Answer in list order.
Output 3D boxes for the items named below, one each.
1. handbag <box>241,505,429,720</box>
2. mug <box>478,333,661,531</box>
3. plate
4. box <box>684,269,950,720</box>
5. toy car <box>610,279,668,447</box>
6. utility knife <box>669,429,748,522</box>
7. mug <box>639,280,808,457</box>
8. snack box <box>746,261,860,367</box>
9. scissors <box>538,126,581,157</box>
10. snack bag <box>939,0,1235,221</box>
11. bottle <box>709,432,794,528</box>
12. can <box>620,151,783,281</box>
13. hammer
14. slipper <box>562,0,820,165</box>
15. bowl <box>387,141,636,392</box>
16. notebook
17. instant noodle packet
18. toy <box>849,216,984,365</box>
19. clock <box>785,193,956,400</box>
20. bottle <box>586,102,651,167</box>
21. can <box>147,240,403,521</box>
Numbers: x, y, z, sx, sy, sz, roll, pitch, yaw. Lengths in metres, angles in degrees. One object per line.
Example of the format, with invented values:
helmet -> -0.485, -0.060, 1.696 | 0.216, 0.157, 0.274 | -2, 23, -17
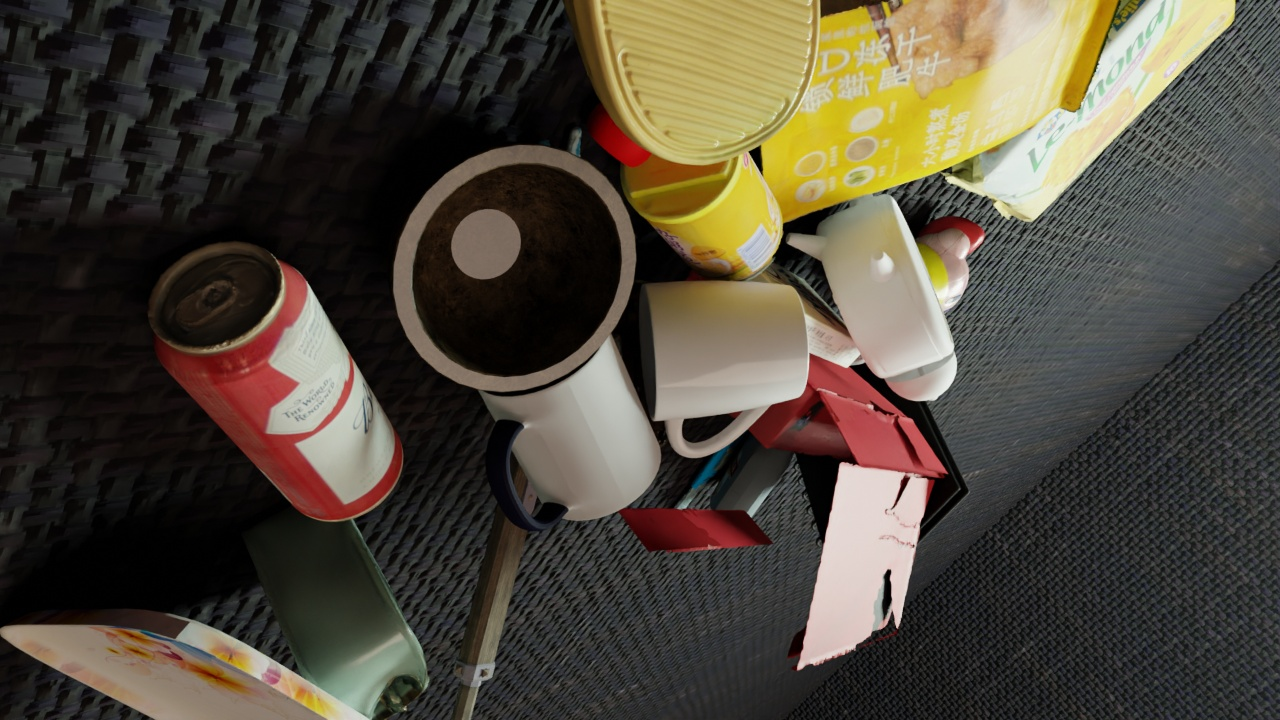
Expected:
handbag -> -0.185, 0.152, 0.561 | 0.067, 0.122, 0.106 | -29, 151, -18
mug -> -0.047, 0.041, 0.513 | 0.111, 0.079, 0.097 | -57, 137, -39
plate -> -0.235, 0.181, 0.504 | 0.187, 0.016, 0.187 | -10, 135, 31
box -> 0.144, 0.081, 0.655 | 0.124, 0.315, 0.210 | -29, 158, 25
toy car -> -0.004, 0.004, 0.603 | 0.048, 0.113, 0.041 | -2, 180, -43
utility knife -> 0.079, 0.095, 0.907 | 0.031, 0.015, 0.210 | -7, 140, -45
mug -> 0.048, 0.007, 0.549 | 0.087, 0.080, 0.114 | -4, 116, -5
snack box -> 0.107, -0.040, 0.664 | 0.026, 0.082, 0.150 | -48, 151, 17
scissors -> -0.038, -0.078, 0.513 | 0.090, 0.014, 0.141 | -18, 144, -32
snack bag -> 0.333, -0.218, 0.684 | 0.248, 0.068, 0.159 | -50, 149, 20
bottle -> 0.122, 0.094, 0.898 | 0.072, 0.046, 0.162 | -54, 172, -47
can -> 0.037, -0.091, 0.521 | 0.068, 0.067, 0.105 | -42, 152, 7
hammer -> -0.093, 0.138, 0.570 | 0.147, 0.028, 0.316 | 21, 82, -57
slipper -> -0.003, -0.191, 0.324 | 0.099, 0.078, 0.264 | -30, 134, -16
bowl -> -0.068, -0.051, 0.454 | 0.121, 0.056, 0.121 | -12, 118, -24
notebook -> 0.203, 0.089, 0.843 | 0.019, 0.231, 0.170 | 19, 124, -20
instant noodle packet -> 0.164, -0.179, 0.546 | 0.221, 0.084, 0.163 | -28, 151, -6
toy -> 0.218, -0.065, 0.785 | 0.131, 0.097, 0.124 | -39, 165, -42
clock -> 0.170, -0.049, 0.665 | 0.073, 0.125, 0.161 | -23, 132, 21
bottle -> 0.022, -0.150, 0.448 | 0.119, 0.036, 0.036 | -49, 151, 17
can -> -0.167, 0.018, 0.441 | 0.067, 0.067, 0.170 | -31, 151, -15
